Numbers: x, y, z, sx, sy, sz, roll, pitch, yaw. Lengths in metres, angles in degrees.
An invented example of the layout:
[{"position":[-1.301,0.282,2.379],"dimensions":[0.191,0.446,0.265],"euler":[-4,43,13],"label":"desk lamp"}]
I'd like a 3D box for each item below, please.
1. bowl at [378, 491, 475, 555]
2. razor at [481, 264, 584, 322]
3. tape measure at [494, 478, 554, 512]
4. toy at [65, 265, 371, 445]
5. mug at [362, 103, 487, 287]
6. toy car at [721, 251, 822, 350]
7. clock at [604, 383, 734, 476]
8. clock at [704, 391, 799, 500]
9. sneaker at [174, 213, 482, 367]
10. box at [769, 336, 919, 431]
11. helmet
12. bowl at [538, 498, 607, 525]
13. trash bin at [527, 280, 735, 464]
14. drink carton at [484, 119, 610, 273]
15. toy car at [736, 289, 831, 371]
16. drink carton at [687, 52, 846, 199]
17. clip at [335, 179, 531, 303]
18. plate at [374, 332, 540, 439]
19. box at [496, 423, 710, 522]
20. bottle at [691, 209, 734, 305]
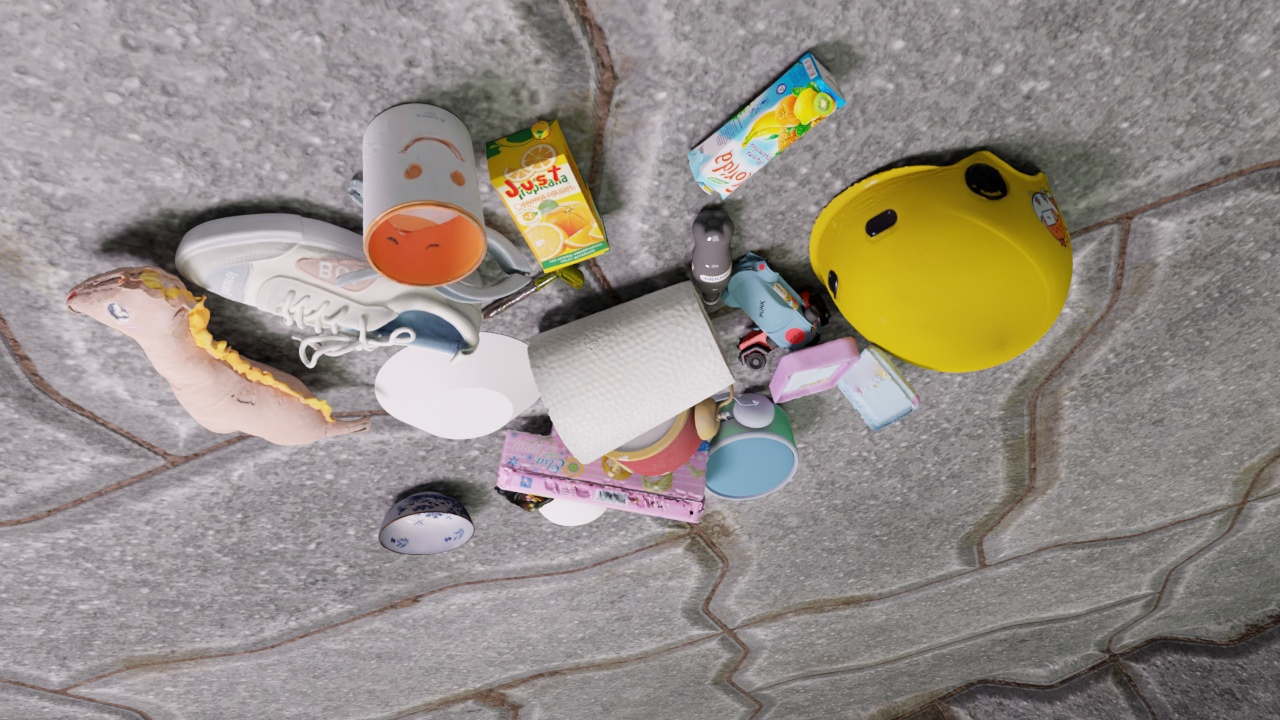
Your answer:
[{"position":[-0.259,0.190,1.109],"dimensions":[0.114,0.045,0.114],"euler":[-9,146,-6],"label":"bowl"},{"position":[-0.104,-0.061,0.825],"dimensions":[0.106,0.026,0.042],"euler":[-27,146,26],"label":"razor"},{"position":[-0.130,0.146,1.094],"dimensions":[0.072,0.042,0.071],"euler":[-25,139,24],"label":"tape measure"},{"position":[-0.342,0.001,0.776],"dimensions":[0.196,0.065,0.265],"euler":[0,150,-9],"label":"toy"},{"position":[-0.155,-0.117,0.651],"dimensions":[0.082,0.105,0.082],"euler":[-9,145,-7],"label":"mug"},{"position":[0.123,-0.048,0.864],"dimensions":[0.108,0.027,0.060],"euler":[44,122,-12],"label":"toy car"},{"position":[0.024,0.053,0.950],"dimensions":[0.159,0.117,0.081],"euler":[-28,147,11],"label":"clock"},{"position":[0.114,0.091,1.075],"dimensions":[0.122,0.075,0.162],"euler":[-21,133,13],"label":"clock"},{"position":[-0.239,-0.047,0.733],"dimensions":[0.242,0.090,0.090],"euler":[10,146,-29],"label":"sneaker"},{"position":[0.207,0.023,0.944],"dimensions":[0.140,0.062,0.214],"euler":[19,172,7],"label":"box"},{"position":[0.282,-0.069,0.836],"dimensions":[0.239,0.139,0.210],"euler":[4,142,-23],"label":"helmet"},{"position":[-0.081,0.180,1.157],"dimensions":[0.110,0.040,0.110],"euler":[-9,145,-6],"label":"bowl"},{"position":[-0.005,0.005,0.863],"dimensions":[0.161,0.133,0.133],"euler":[-24,145,7],"label":"trash bin"},{"position":[-0.072,-0.128,0.721],"dimensions":[0.058,0.041,0.122],"euler":[-18,145,7],"label":"drink carton"},{"position":[0.140,-0.032,0.919],"dimensions":[0.100,0.051,0.049],"euler":[-26,101,21],"label":"toy car"},{"position":[0.094,-0.177,0.708],"dimensions":[0.129,0.038,0.044],"euler":[-36,140,30],"label":"drink carton"},{"position":[-0.162,-0.093,0.730],"dimensions":[0.162,0.090,0.027],"euler":[1,175,-38],"label":"clip"},{"position":[-0.178,0.040,0.928],"dimensions":[0.174,0.036,0.174],"euler":[-9,145,-6],"label":"plate"},{"position":[-0.037,0.110,1.015],"dimensions":[0.230,0.084,0.091],"euler":[11,100,-4],"label":"box"},{"position":[0.064,-0.088,0.826],"dimensions":[0.036,0.036,0.110],"euler":[-10,146,-4],"label":"bottle"}]
